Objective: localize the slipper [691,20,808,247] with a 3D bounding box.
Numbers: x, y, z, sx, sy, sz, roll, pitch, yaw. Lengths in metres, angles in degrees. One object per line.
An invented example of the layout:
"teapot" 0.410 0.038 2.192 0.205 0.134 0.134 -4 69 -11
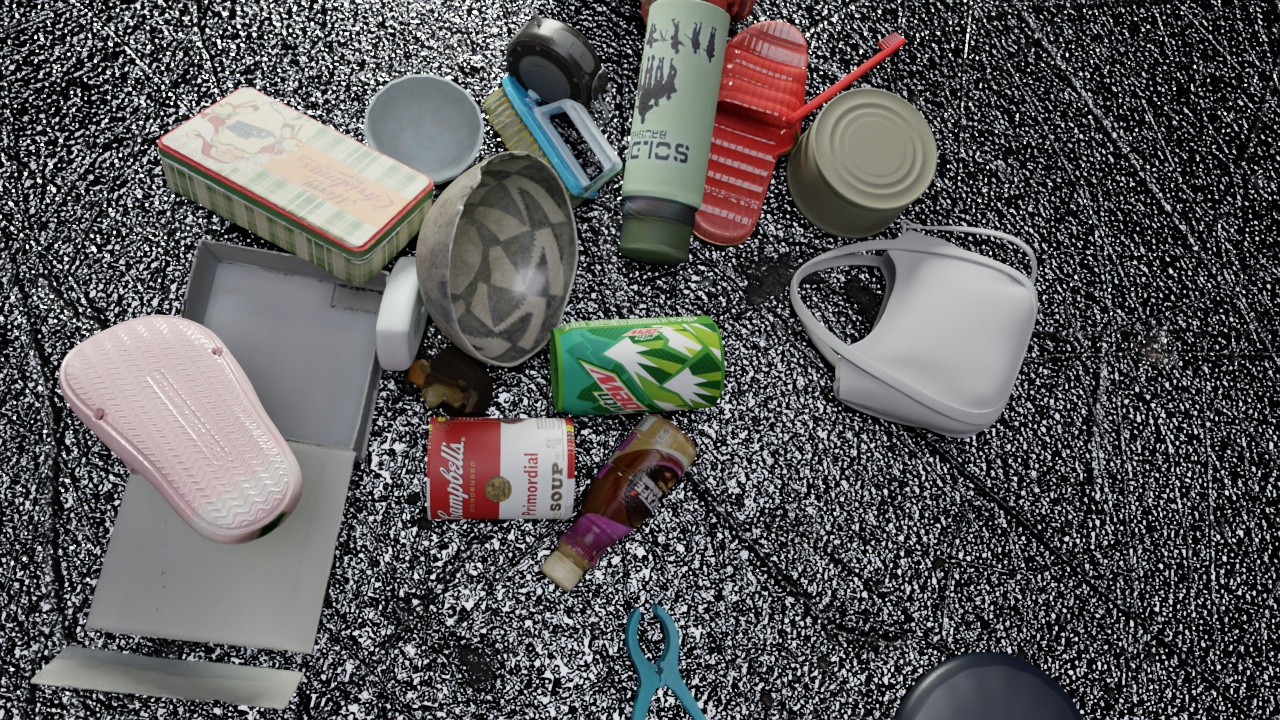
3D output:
"slipper" 0.106 -0.233 0.895 0.103 0.059 0.248 20 76 -5

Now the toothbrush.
"toothbrush" 0.206 -0.286 0.918 0.018 0.012 0.211 48 58 3

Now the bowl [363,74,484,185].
"bowl" -0.198 -0.206 0.847 0.106 0.039 0.106 2 77 -9

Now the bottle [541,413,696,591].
"bottle" -0.022 0.124 0.791 0.059 0.060 0.165 40 74 1

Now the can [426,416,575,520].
"can" -0.117 0.090 0.769 0.116 0.087 0.086 1 77 -9

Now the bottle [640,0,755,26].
"bottle" 0.051 -0.371 0.898 0.111 0.099 0.099 -14 80 -17

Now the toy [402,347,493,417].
"toy" -0.175 0.015 0.792 0.100 0.076 0.062 21 45 19

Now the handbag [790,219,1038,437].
"handbag" 0.254 -0.045 0.883 0.223 0.096 0.215 24 73 9

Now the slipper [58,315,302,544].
"slipper" -0.324 0.045 0.659 0.221 0.056 0.106 40 61 20

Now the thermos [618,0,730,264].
"thermos" 0.027 -0.205 0.847 0.082 0.082 0.231 8 91 -8

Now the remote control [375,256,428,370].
"remote control" -0.199 -0.039 0.771 0.028 0.060 0.114 3 40 -3

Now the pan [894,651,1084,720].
"pan" 0.239 0.367 0.802 0.356 0.021 0.198 -3 78 -10

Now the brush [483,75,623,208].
"brush" -0.083 -0.210 0.847 0.075 0.055 0.136 -36 85 18

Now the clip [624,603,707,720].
"clip" 0.025 0.267 0.785 0.102 0.027 0.119 -10 80 -14

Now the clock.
"clock" -0.074 -0.272 0.857 0.123 0.091 0.043 39 64 -17

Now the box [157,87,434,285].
"box" -0.290 -0.153 0.783 0.205 0.051 0.117 29 53 6

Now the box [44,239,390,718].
"box" -0.313 0.081 0.732 0.166 0.099 0.367 9 70 -7

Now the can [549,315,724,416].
"can" -0.005 0.005 0.809 0.144 0.083 0.083 -3 78 -10

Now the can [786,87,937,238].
"can" 0.215 -0.192 0.896 0.127 0.073 0.127 2 77 -9

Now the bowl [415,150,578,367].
"bowl" -0.133 -0.087 0.785 0.081 0.178 0.178 11 72 30
